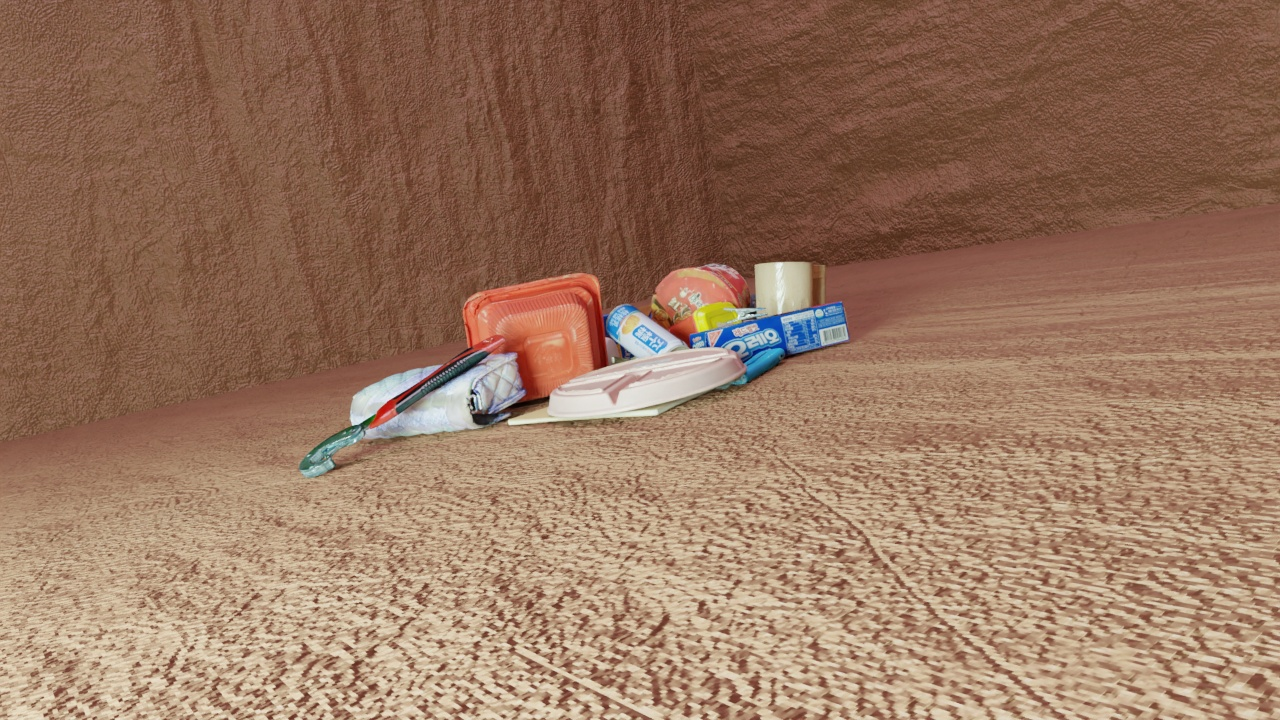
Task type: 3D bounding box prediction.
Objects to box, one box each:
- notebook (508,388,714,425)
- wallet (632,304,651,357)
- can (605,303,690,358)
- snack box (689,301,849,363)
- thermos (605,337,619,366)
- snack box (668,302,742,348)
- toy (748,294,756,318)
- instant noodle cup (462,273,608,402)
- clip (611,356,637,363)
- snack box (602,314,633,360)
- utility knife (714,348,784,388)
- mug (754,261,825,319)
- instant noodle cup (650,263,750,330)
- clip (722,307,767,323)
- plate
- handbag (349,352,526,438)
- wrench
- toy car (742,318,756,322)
[{"bbox_3d":[-0.028,0.048,1.047,0.208,0.008,0.147,-7,7,36],"label":"notebook"},{"bbox_3d":[0.003,-0.042,1.472,0.133,0.040,0.106,-5,49,32],"label":"wallet"},{"bbox_3d":[0.011,-0.025,1.206,0.053,0.053,0.134,-14,33,-30],"label":"can"},{"bbox_3d":[0.168,-0.030,1.191,0.207,0.057,0.058,-13,4,-20],"label":"snack box"},{"bbox_3d":[-0.142,0.009,1.328,0.224,0.073,0.073,-9,6,14],"label":"thermos"},{"bbox_3d":[0.091,-0.032,1.276,0.080,0.082,0.091,-23,-5,43],"label":"snack box"},{"bbox_3d":[0.090,-0.071,1.553,0.357,0.091,0.137,-15,23,11],"label":"toy"},{"bbox_3d":[-0.131,-0.019,1.199,0.188,0.165,0.079,-13,23,-12],"label":"instant noodle cup"},{"bbox_3d":[-0.002,0.006,1.279,0.093,0.035,0.103,-13,-3,22],"label":"clip"},{"bbox_3d":[-0.081,-0.026,1.461,0.157,0.084,0.026,-5,8,43],"label":"snack box"},{"bbox_3d":[0.126,0.012,1.067,0.034,0.018,0.198,-7,8,26],"label":"utility knife"},{"bbox_3d":[0.223,-0.088,1.330,0.124,0.103,0.084,-2,2,-36],"label":"mug"},{"bbox_3d":[0.098,-0.083,1.373,0.138,0.138,0.108,-8,15,27],"label":"instant noodle cup"},{"bbox_3d":[0.136,-0.061,1.190,0.057,0.031,0.025,-8,4,13],"label":"clip"},{"bbox_3d":[0.005,0.021,1.034,0.229,0.028,0.229,-13,6,1],"label":"plate"},{"bbox_3d":[-0.242,0.047,1.125,0.194,0.075,0.133,-9,12,30],"label":"handbag"},{"bbox_3d":[-0.261,0.044,1.023,0.272,0.016,0.056,-38,29,-29],"label":"wrench"},{"bbox_3d":[0.149,-0.044,1.465,0.090,0.035,0.042,-13,5,3],"label":"toy car"}]
